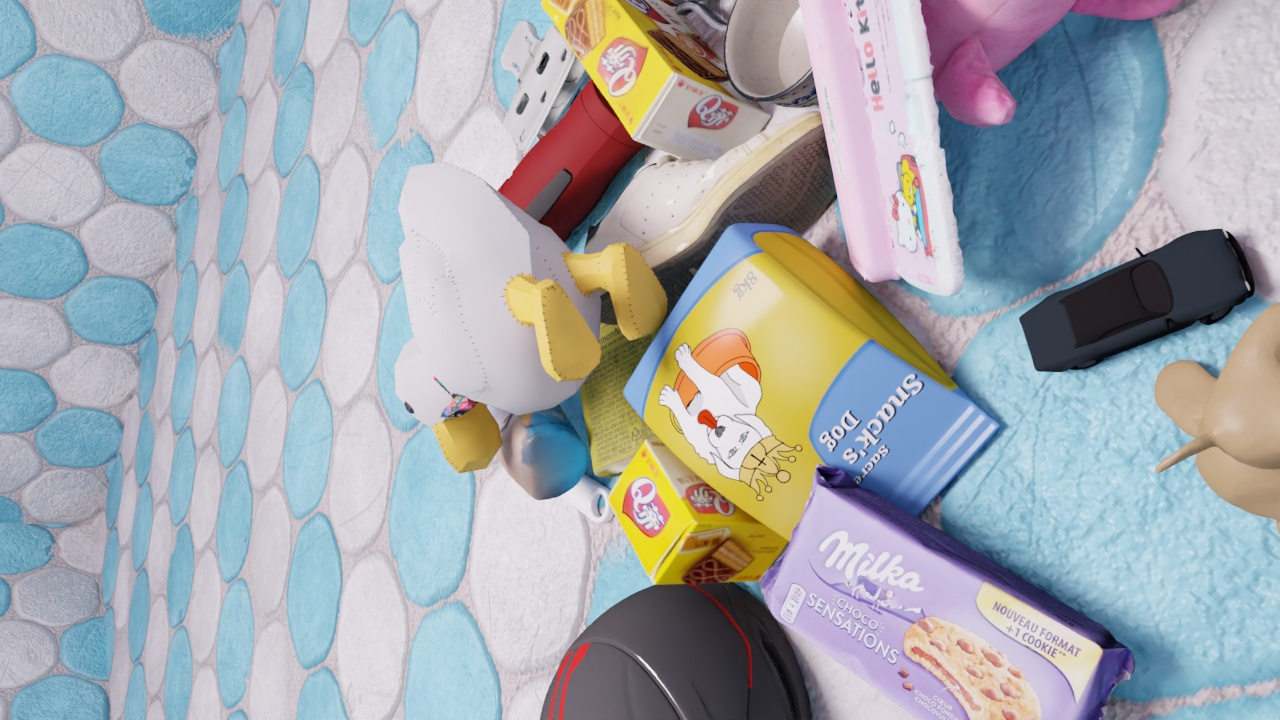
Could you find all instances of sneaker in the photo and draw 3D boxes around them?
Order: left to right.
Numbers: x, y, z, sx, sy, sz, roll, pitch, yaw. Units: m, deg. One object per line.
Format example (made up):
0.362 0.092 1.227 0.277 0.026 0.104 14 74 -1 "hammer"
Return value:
0.047 -0.123 0.703 0.242 0.088 0.102 -33 56 29 "sneaker"

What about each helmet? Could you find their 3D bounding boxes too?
0.015 0.270 0.615 0.165 0.169 0.264 -40 54 40 "helmet"

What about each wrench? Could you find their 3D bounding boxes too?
-0.106 0.100 0.927 0.273 0.018 0.066 24 102 50 "wrench"

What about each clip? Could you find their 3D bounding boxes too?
-0.095 -0.297 0.974 0.126 0.091 0.151 -53 31 28 "clip"

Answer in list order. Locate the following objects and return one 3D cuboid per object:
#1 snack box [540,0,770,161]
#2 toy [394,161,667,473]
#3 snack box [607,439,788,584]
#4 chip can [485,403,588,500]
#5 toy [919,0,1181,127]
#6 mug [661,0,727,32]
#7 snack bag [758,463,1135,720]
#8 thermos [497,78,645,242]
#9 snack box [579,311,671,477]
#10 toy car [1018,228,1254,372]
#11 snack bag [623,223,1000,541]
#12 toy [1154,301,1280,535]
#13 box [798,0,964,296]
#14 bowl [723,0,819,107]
0.006 -0.259 0.780 0.062 0.110 0.230 -54 45 29 "snack box"
-0.115 -0.028 0.687 0.268 0.140 0.247 -7 110 45 "toy"
0.044 0.109 0.661 0.061 0.105 0.083 -59 43 26 "snack box"
-0.123 0.043 0.882 0.229 0.079 0.080 48 120 55 "chip can"
0.188 -0.190 0.479 0.265 0.186 0.128 -84 14 -82 "toy"
0.065 -0.327 0.755 0.111 0.081 0.117 4 104 48 "mug"
0.163 0.145 0.522 0.205 0.058 0.096 31 110 40 "snack bag"
-0.075 -0.172 0.876 0.199 0.084 0.107 -42 15 36 "thermos"
-0.005 0.004 0.796 0.122 0.045 0.180 -28 64 42 "snack box"
0.255 -0.029 0.480 0.112 0.034 0.046 -31 60 44 "toy car"
0.109 0.029 0.615 0.205 0.102 0.159 45 120 24 "snack bag"
0.276 0.027 0.392 0.106 0.108 0.134 -40 51 19 "toy"
0.135 -0.140 0.540 0.154 0.045 0.201 -86 -18 -76 "box"
0.122 -0.238 0.670 0.116 0.059 0.115 -14 72 50 "bowl"
